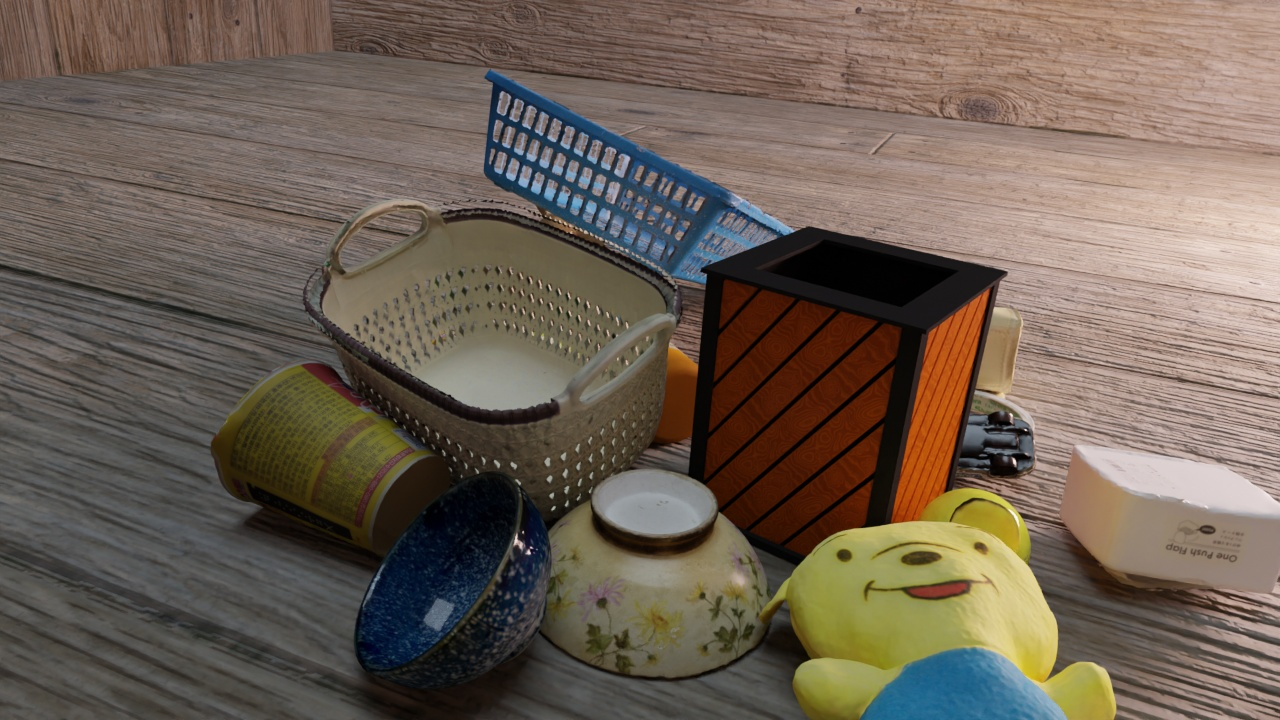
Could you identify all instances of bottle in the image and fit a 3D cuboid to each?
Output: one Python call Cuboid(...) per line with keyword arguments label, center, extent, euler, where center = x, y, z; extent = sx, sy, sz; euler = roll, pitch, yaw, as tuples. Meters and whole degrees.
Cuboid(label="bottle", center=(-0.004, 0.004, 0.751), extent=(0.067, 0.068, 0.157), euler=(-7, 26, -23))

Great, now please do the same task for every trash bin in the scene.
Cuboid(label="trash bin", center=(0.128, 0.023, 0.596), extent=(0.140, 0.172, 0.139), euler=(20, 28, 32))

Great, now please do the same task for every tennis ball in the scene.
Cuboid(label="tennis ball", center=(0.195, 0.109, 0.543), extent=(0.065, 0.065, 0.065), euler=(3, 24, -1))

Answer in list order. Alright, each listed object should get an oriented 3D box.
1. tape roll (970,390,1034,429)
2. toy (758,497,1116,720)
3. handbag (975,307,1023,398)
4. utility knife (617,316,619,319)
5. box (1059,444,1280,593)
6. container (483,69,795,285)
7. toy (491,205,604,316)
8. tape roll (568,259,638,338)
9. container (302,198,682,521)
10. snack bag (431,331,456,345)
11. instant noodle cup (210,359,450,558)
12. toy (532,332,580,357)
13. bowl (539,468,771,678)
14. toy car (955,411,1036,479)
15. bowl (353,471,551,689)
Cuboid(label="tape roll", center=(0.270, 0.049, 0.749), extent=(0.094, 0.018, 0.093), euler=(3, 23, -1))
Cuboid(label="toy", center=(0.136, 0.147, 0.428), extent=(0.149, 0.084, 0.213), euler=(0, 21, 0))
Cuboid(label="handbag", center=(0.275, -0.017, 0.832), extent=(0.119, 0.081, 0.111), euler=(6, 16, 10))
Cuboid(label="utility knife", center=(-0.056, -0.026, 0.879), extent=(0.174, 0.015, 0.031), euler=(-14, 26, -31))
Cuboid(label="box", center=(0.331, 0.116, 0.588), extent=(0.107, 0.095, 0.102), euler=(10, 13, 3))
Cuboid(label="container", center=(0.011, -0.154, 0.913), extent=(0.257, 0.089, 0.361), euler=(31, 11, 17))
Cuboid(label="toy", center=(-0.089, -0.093, 0.925), extent=(0.133, 0.108, 0.106), euler=(-19, 54, -41))
Cuboid(label="tape roll", center=(-0.021, -0.045, 0.828), extent=(0.094, 0.094, 0.027), euler=(3, 24, -1))
Cuboid(label="container", center=(-0.097, -0.006, 0.624), extent=(0.252, 0.143, 0.184), euler=(27, 46, 32))
Cuboid(label="snack bag", center=(-0.144, -0.010, 0.824), extent=(0.099, 0.020, 0.026), euler=(10, 23, 15))
Cuboid(label="instant noodle cup", center=(-0.181, 0.066, 0.567), extent=(0.112, 0.100, 0.100), euler=(24, 30, 21))
Cuboid(label="toy", center=(-0.111, 0.004, 0.764), extent=(0.118, 0.043, 0.092), euler=(9, 38, 21))
Cuboid(label="bowl", center=(0.006, 0.107, 0.524), extent=(0.145, 0.063, 0.145), euler=(2, 24, -1))
Cuboid(label="toy car", center=(0.233, 0.064, 0.682), extent=(0.113, 0.040, 0.048), euler=(2, 63, 11))
Cuboid(label="bowl", center=(-0.084, 0.119, 0.468), extent=(0.115, 0.061, 0.114), euler=(-32, 31, 22))
